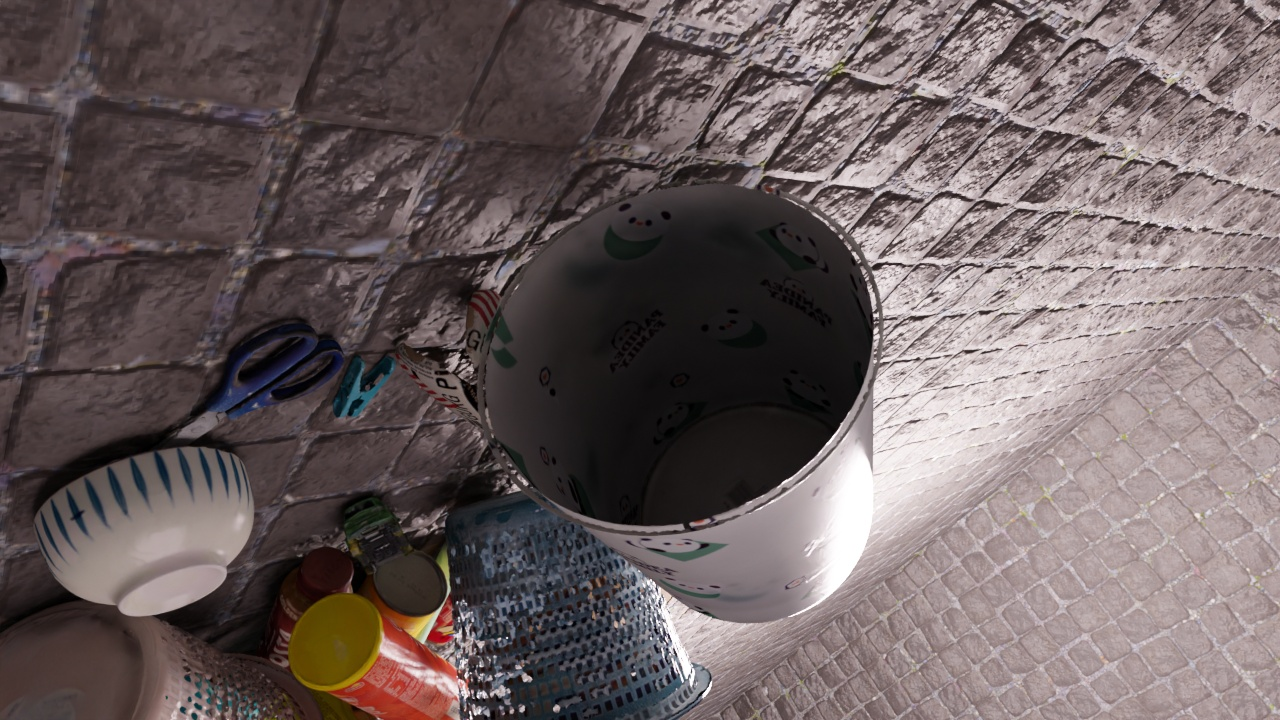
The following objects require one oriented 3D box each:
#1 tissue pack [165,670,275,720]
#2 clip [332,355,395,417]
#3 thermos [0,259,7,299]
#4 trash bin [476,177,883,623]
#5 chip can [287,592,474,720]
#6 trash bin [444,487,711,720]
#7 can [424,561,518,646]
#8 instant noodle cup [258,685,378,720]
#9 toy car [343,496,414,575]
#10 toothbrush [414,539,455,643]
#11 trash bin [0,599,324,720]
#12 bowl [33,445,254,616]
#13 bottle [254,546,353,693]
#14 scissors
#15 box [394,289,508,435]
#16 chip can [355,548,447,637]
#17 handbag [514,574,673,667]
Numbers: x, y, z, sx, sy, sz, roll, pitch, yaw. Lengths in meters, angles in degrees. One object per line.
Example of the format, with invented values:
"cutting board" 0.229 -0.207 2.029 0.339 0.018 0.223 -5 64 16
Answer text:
"tissue pack" -0.360 0.317 0.805 0.050 0.093 0.133 -41 153 5
"clip" -0.178 0.017 0.582 0.039 0.014 0.056 -1 140 -47
"thermos" -0.343 0.039 0.376 0.090 0.068 0.243 22 124 -34
"trash bin" 0.051 0.051 0.604 0.229 0.229 0.252 -32 144 -2
"chip can" -0.204 0.259 0.756 0.073 0.073 0.217 -30 146 -6
"trash bin" -0.071 0.205 0.778 0.226 0.195 0.226 -14 175 -1
"can" -0.167 0.224 0.907 0.133 0.053 0.053 -43 153 19
"instant noodle cup" -0.250 0.342 0.767 0.111 0.123 0.112 -41 147 -34
"toy car" -0.210 0.140 0.731 0.043 0.036 0.091 -26 153 -17
"toothbrush" -0.215 0.256 0.883 0.026 0.027 0.225 -4 128 -54
"trash bin" -0.355 0.272 0.625 0.227 0.227 0.192 -26 141 -15
"bowl" -0.285 0.108 0.544 0.116 0.066 0.117 -26 159 -11
"bottle" -0.278 0.216 0.762 0.057 0.057 0.175 -10 146 -40
"scissors" -0.253 0.030 0.521 0.174 0.012 0.108 -24 155 -17
"box" -0.091 0.007 0.625 0.088 0.076 0.163 -55 153 -11
"chip can" -0.256 0.260 0.852 0.072 0.072 0.214 -2 140 -47
"handbag" -0.065 0.275 1.072 0.204 0.099 0.148 -25 146 -16
